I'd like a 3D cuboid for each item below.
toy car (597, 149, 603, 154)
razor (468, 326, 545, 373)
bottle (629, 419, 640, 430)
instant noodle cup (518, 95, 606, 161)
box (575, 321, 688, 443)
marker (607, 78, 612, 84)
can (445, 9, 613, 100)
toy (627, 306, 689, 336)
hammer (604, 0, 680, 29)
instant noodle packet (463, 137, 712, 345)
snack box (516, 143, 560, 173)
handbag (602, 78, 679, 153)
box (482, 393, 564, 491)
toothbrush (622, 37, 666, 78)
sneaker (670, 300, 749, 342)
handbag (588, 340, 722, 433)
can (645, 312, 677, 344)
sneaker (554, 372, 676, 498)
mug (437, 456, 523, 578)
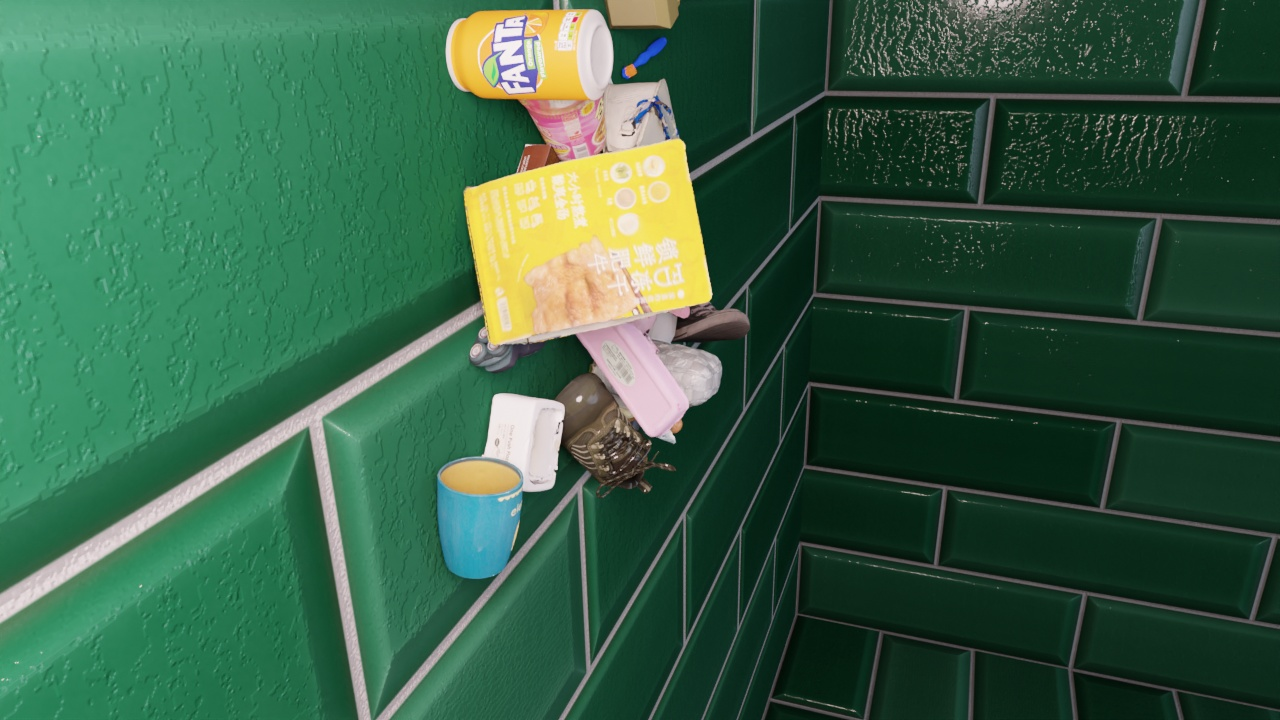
[{"bbox_3d":[-0.055,-0.248,1.178,0.105,0.033,0.048,-69,154,-70],"label":"toy car"},{"bbox_3d":[-0.139,-0.016,1.004,0.142,0.047,0.052,-11,83,-73],"label":"razor"},{"bbox_3d":[-0.023,0.092,1.372,0.047,0.047,0.112,66,35,-56],"label":"bottle"},{"bbox_3d":[-0.081,-0.278,1.016,0.109,0.098,0.097,73,29,-67],"label":"instant noodle cup"},{"bbox_3d":[-0.021,0.015,1.168,0.073,0.201,0.150,-29,161,-22],"label":"box"},{"bbox_3d":[-0.051,-0.374,1.174,0.146,0.017,0.017,62,39,-58],"label":"marker"},{"bbox_3d":[-0.102,-0.284,0.855,0.079,0.143,0.079,7,89,-71],"label":"can"},{"bbox_3d":[0.006,-0.126,1.311,0.190,0.088,0.237,41,57,-48],"label":"toy"},{"bbox_3d":[0.128,-0.509,1.167,0.101,0.325,0.189,77,27,-45],"label":"hammer"},{"bbox_3d":[-0.047,-0.114,0.905,0.084,0.222,0.163,2,77,-72],"label":"instant noodle packet"},{"bbox_3d":[-0.100,-0.156,1.078,0.186,0.032,0.100,58,43,-62],"label":"snack box"},{"bbox_3d":[0.003,-0.245,1.181,0.201,0.093,0.199,70,26,-59],"label":"handbag"},{"bbox_3d":[-0.122,0.096,1.040,0.102,0.076,0.107,18,81,-70],"label":"box"},{"bbox_3d":[0.010,-0.440,1.324,0.016,0.018,0.182,60,34,-21],"label":"toothbrush"},{"bbox_3d":[0.098,-0.090,1.465,0.235,0.095,0.120,180,-89,-72],"label":"sneaker"},{"bbox_3d":[0.025,0.037,1.296,0.112,0.172,0.123,-26,121,-68],"label":"handbag"},{"bbox_3d":[0.027,-0.078,1.428,0.064,0.064,0.127,26,72,-70],"label":"can"},{"bbox_3d":[-0.036,0.117,1.165,0.101,0.143,0.238,-43,155,-9],"label":"sneaker"},{"bbox_3d":[-0.166,0.156,0.942,0.112,0.084,0.104,-112,-153,-67],"label":"mug"}]
